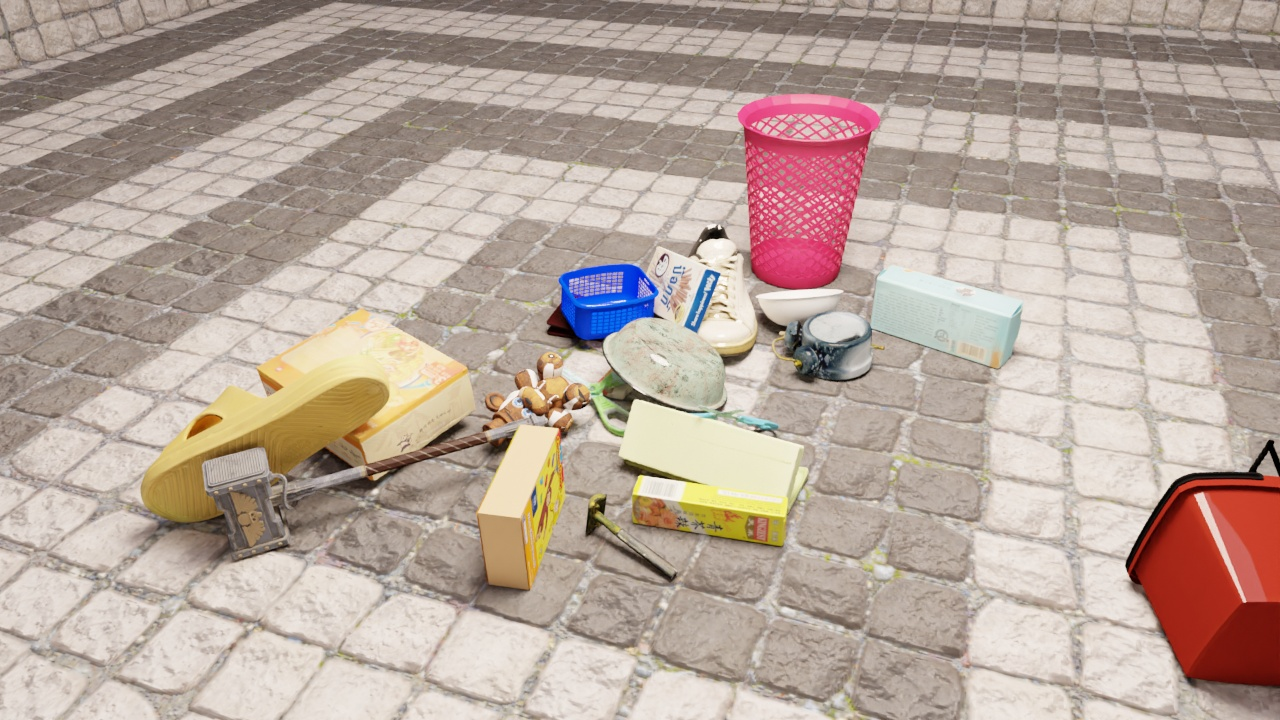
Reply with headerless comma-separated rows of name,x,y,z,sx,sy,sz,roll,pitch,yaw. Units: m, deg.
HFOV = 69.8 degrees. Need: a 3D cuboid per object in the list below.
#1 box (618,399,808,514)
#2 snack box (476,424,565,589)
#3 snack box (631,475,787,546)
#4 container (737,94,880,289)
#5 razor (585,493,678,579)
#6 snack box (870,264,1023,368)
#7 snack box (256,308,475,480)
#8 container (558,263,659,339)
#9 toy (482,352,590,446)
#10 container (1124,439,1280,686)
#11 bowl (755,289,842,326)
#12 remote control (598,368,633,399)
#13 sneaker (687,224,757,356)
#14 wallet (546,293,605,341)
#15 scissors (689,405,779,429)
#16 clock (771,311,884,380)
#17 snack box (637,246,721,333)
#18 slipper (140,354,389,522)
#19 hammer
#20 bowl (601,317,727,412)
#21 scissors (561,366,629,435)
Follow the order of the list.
box,0.072,0.100,0.938,0.188,0.089,0.077,16,68,23
snack box,-0.108,0.134,0.857,0.040,0.088,0.125,5,34,10
snack box,0.066,0.144,0.881,0.148,0.040,0.028,7,35,12
container,0.222,-0.227,1.265,0.183,0.226,0.182,-1,34,0
razor,-0.008,0.169,0.857,0.106,0.043,0.026,33,43,27
snack box,0.377,-0.057,1.140,0.175,0.075,0.053,20,40,30
snack box,-0.300,0.037,1.016,0.195,0.081,0.144,26,47,33
container,-0.042,-0.073,1.171,0.114,0.058,0.096,-11,38,-21
toy,-0.119,0.051,1.002,0.112,0.067,0.087,-33,73,-34
container,0.488,0.149,0.763,0.127,0.148,0.200,4,43,5
bowl,0.204,-0.065,1.177,0.110,0.040,0.110,-4,9,1
remote control,-0.007,0.006,1.111,0.038,0.018,0.125,18,40,25
sneaker,0.104,-0.099,1.187,0.089,0.102,0.241,-1,34,1
wallet,-0.056,-0.053,1.204,0.116,0.018,0.091,11,35,14
scissors,0.084,0.059,0.977,0.126,0.136,0.015,-2,72,37
clock,0.223,-0.017,1.110,0.129,0.052,0.090,-9,34,-4
snack box,0.045,-0.093,1.170,0.026,0.082,0.150,19,8,-28
slipper,-0.367,0.062,0.887,0.263,0.099,0.078,-29,59,2
hammer,-0.245,0.101,0.901,0.321,0.099,0.044,-15,41,-19
bowl,0.035,-0.003,1.048,0.157,0.039,0.157,21,26,-11
scissors,-0.051,0.033,1.061,0.171,0.023,0.168,35,64,31
